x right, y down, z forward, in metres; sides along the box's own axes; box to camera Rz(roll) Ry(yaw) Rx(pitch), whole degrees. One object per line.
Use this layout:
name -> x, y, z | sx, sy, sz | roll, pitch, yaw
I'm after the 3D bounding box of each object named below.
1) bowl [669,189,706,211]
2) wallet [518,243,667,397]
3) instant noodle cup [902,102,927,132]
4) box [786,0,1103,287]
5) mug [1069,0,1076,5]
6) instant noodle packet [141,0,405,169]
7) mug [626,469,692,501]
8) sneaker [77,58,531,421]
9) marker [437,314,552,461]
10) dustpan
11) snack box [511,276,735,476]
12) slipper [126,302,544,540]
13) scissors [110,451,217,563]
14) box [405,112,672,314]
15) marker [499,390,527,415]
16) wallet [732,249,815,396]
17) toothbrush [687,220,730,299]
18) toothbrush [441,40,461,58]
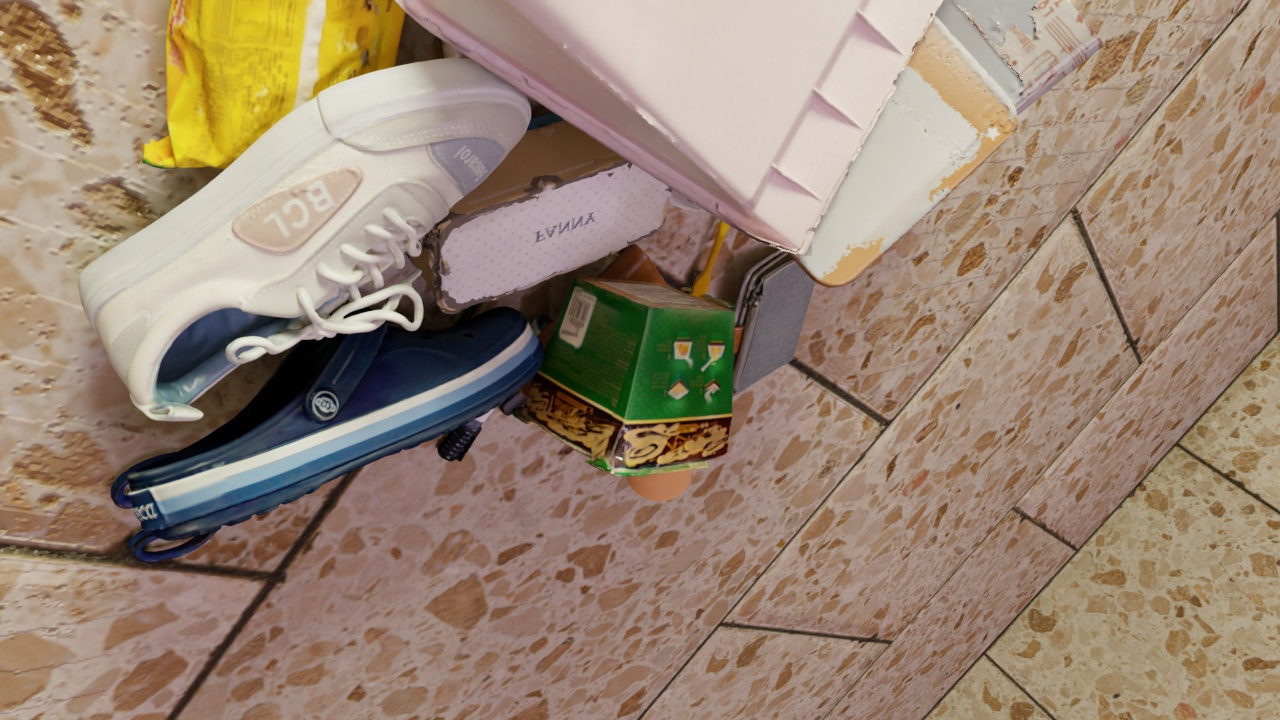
bowl -> 0.070, -0.144, 0.625 | 0.118, 0.064, 0.118 | -18, 131, -22
wallet -> -0.027, -0.010, 0.674 | 0.131, 0.031, 0.108 | -46, 142, -4
instant noodle cup -> 0.184, -0.202, 0.648 | 0.114, 0.118, 0.118 | -40, 143, -5
box -> 0.125, -0.178, 0.526 | 0.227, 0.180, 0.156 | -43, -177, 8
mug -> 0.256, -0.272, 0.662 | 0.084, 0.103, 0.124 | -44, 143, -2
instant noodle packet -> -0.168, -0.142, 0.432 | 0.110, 0.044, 0.129 | -5, 130, -43
mug -> 0.016, 0.063, 0.782 | 0.078, 0.078, 0.123 | -28, 146, -22
sneaker -> -0.152, -0.052, 0.441 | 0.242, 0.090, 0.089 | -30, 164, 4
marker -> -0.104, 0.021, 0.669 | 0.022, 0.018, 0.131 | 32, 101, -39
dustpan -> 0.009, -0.212, 0.415 | 0.273, 0.139, 0.222 | 26, 97, -41
snack box -> -0.004, 0.004, 0.607 | 0.117, 0.118, 0.106 | -1, 107, -43
slipper -> -0.176, 0.017, 0.541 | 0.252, 0.105, 0.095 | -28, 105, -39
scissors -> -0.249, 0.082, 0.594 | 0.170, 0.012, 0.141 | 13, 113, -50
box -> -0.053, -0.100, 0.559 | 0.183, 0.059, 0.090 | -26, 152, -28
marker -> -0.059, -0.003, 0.693 | 0.124, 0.015, 0.018 | -43, 139, -1
wallet -> 0.108, -0.039, 0.800 | 0.106, 0.037, 0.130 | -29, 143, -37
toothbrush -> 0.070, -0.125, 0.699 | 0.016, 0.018, 0.192 | 7, 119, -24
toothbrush -> -0.105, -0.189, 0.471 | 0.016, 0.016, 0.180 | -20, 137, -19
